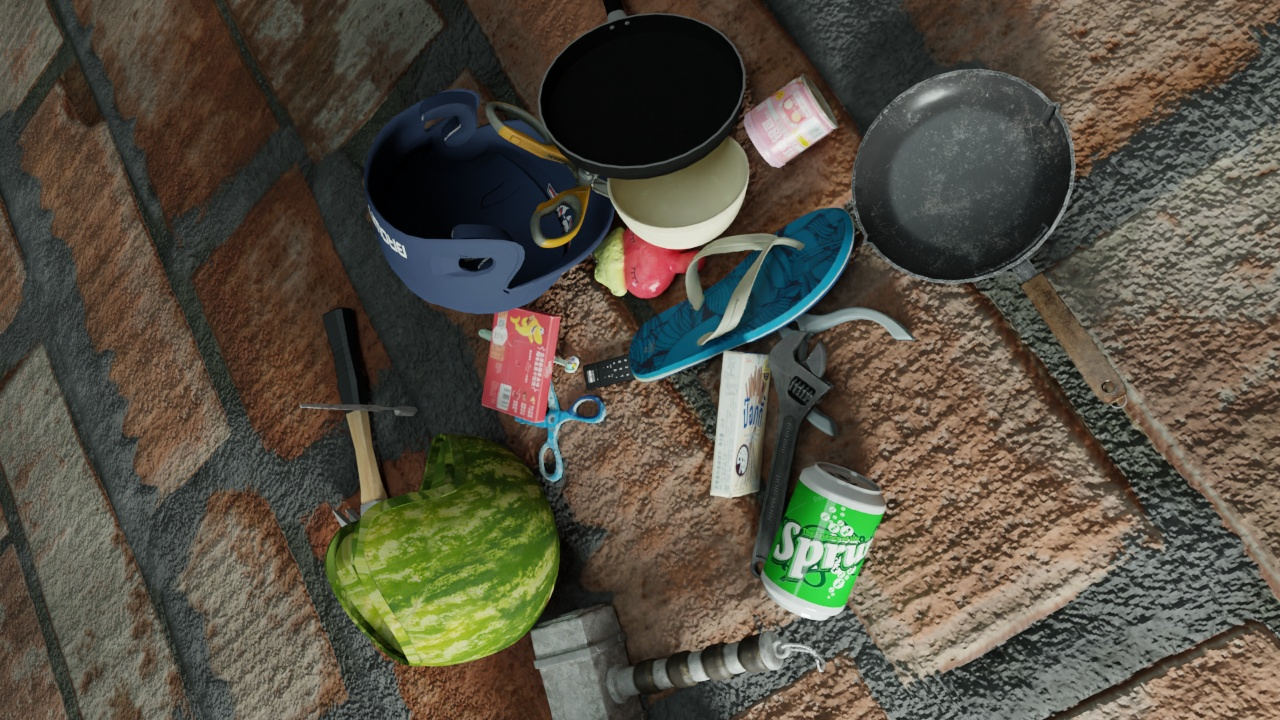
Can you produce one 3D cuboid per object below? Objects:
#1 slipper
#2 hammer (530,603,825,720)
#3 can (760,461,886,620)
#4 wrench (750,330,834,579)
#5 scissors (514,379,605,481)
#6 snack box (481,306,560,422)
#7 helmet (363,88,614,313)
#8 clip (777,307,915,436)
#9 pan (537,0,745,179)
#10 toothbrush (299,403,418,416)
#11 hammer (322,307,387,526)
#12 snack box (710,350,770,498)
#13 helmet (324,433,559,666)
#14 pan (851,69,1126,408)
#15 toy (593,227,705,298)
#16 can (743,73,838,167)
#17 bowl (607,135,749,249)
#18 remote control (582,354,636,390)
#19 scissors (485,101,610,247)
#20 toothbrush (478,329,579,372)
[{"bbox_3d":[0.091,-0.068,0.966,0.296,0.060,0.118,-31,49,28],"label":"slipper"},{"bbox_3d":[0.039,0.335,0.993,0.327,0.079,0.177,-22,78,27],"label":"hammer"},{"bbox_3d":[0.181,0.178,0.913,0.088,0.087,0.140,25,100,28],"label":"can"},{"bbox_3d":[0.148,0.102,0.953,0.073,0.018,0.273,17,107,31],"label":"wrench"},{"bbox_3d":[-0.097,0.077,1.119,0.140,0.011,0.134,-15,80,29],"label":"scissors"},{"bbox_3d":[-0.148,0.001,1.125,0.089,0.021,0.133,15,101,30],"label":"snack box"},{"bbox_3d":[-0.164,-0.166,1.055,0.272,0.223,0.232,-17,66,-3],"label":"helmet"},{"bbox_3d":[0.205,-0.006,0.939,0.166,0.032,0.164,-9,84,28],"label":"clip"},{"bbox_3d":[-0.013,-0.345,1.034,0.225,0.034,0.355,-16,60,1],"label":"pan"},{"bbox_3d":[-0.357,0.063,1.169,0.010,0.181,0.010,-43,64,25],"label":"toothbrush"},{"bbox_3d":[-0.390,0.087,1.271,0.131,0.039,0.328,-20,78,29],"label":"hammer"},{"bbox_3d":[0.107,0.065,0.962,0.026,0.081,0.150,5,91,29],"label":"snack box"},{"bbox_3d":[-0.209,0.219,1.052,0.243,0.246,0.214,52,147,-2],"label":"helmet"},{"bbox_3d":[0.342,-0.109,0.859,0.208,0.040,0.356,-36,73,24],"label":"pan"},{"bbox_3d":[0.009,-0.116,1.043,0.135,0.045,0.091,-3,82,22],"label":"toy"},{"bbox_3d":[0.155,-0.247,0.952,0.076,0.067,0.067,-32,73,25],"label":"can"},{"bbox_3d":[0.044,-0.177,0.995,0.151,0.075,0.150,-5,57,7],"label":"bowl"},{"bbox_3d":[-0.006,0.006,1.069,0.140,0.009,0.030,-14,82,29],"label":"remote control"},{"bbox_3d":[-0.079,-0.198,1.003,0.016,0.225,0.229,-45,23,46],"label":"scissors"},{"bbox_3d":[-0.142,-0.015,1.144,0.155,0.015,0.022,19,72,28],"label":"toothbrush"}]
